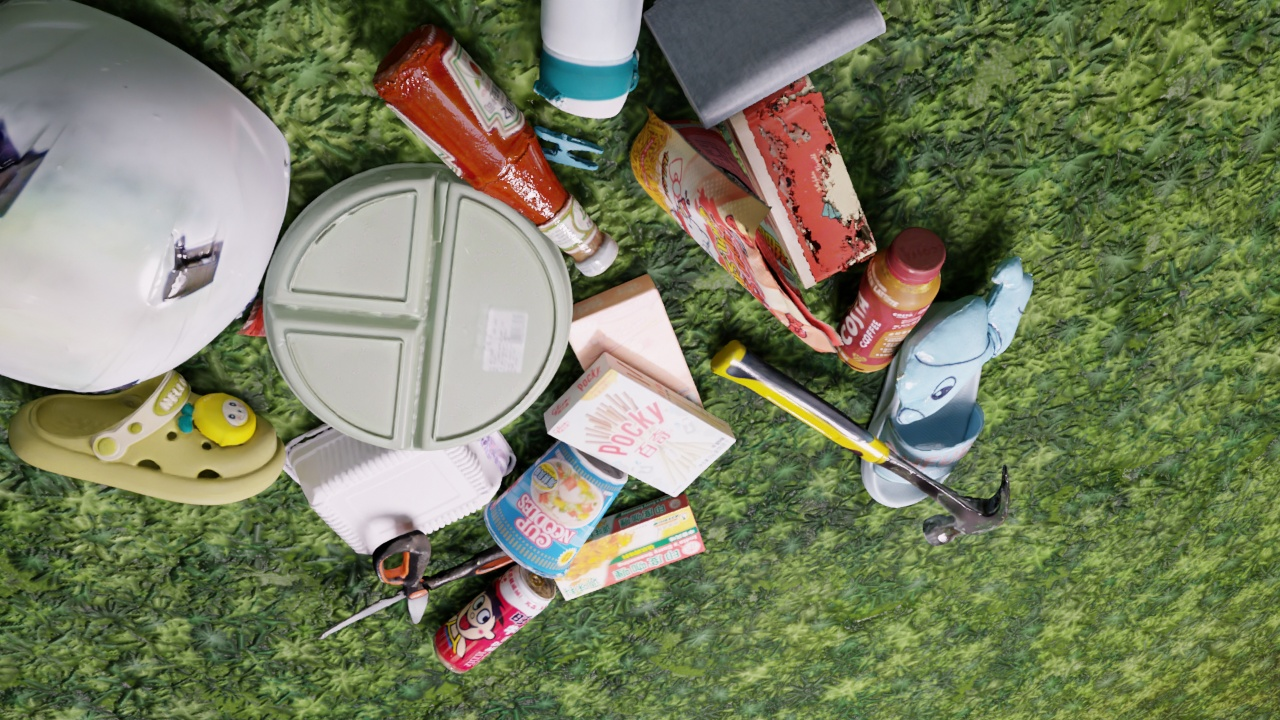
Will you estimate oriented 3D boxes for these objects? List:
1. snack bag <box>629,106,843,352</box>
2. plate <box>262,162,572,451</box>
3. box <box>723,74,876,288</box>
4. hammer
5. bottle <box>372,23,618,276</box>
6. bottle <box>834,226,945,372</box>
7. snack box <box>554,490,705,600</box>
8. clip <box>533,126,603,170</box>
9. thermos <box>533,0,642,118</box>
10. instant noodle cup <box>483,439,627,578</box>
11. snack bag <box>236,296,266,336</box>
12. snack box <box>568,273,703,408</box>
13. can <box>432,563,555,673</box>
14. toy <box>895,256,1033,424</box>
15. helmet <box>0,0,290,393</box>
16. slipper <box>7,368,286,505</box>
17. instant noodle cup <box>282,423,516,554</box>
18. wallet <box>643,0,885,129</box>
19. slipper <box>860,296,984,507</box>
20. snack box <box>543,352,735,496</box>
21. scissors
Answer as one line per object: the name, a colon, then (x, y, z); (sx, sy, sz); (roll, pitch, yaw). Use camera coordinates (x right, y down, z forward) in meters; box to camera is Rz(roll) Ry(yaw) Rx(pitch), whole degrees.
snack bag: (0.061, -0.097, 0.622); (0.073, 0.207, 0.128); (-33, 130, 4)
plate: (-0.162, -0.031, 0.688); (0.230, 0.027, 0.230); (-5, 114, -13)
box: (0.120, -0.145, 0.677); (0.078, 0.091, 0.168); (-27, 129, 9)
hammer: (0.207, 0.074, 0.845); (0.323, 0.031, 0.126); (32, 142, -15)
bottle: (-0.090, -0.136, 0.634); (0.060, 0.059, 0.206); (-37, 122, 13)
bottle: (0.203, -0.048, 0.751); (0.057, 0.057, 0.175); (-14, 158, -6)
snack box: (-0.017, 0.189, 0.936); (0.156, 0.027, 0.077); (-20, 131, 0)
clip: (-0.055, -0.153, 0.669); (0.057, 0.014, 0.046); (10, 122, -21)
thermos: (-0.024, -0.262, 0.562); (0.073, 0.073, 0.225); (-3, 128, -14)
instant noodle cup: (-0.072, 0.123, 0.835); (0.099, 0.099, 0.110); (30, 106, -33)
snack bag: (-0.250, -0.021, 0.708); (0.104, 0.026, 0.048); (22, 130, -29)
snack box: (-0.005, 0.005, 0.797); (0.084, 0.026, 0.157); (-22, 129, 2)
can: (-0.149, 0.260, 0.936); (0.133, 0.053, 0.053); (-42, 126, 17)
toy: (0.273, -0.015, 0.787); (0.156, 0.050, 0.162); (-6, 125, -37)
helmet: (-0.346, -0.072, 0.563); (0.229, 0.145, 0.259); (34, 112, -33)
slipper: (-0.365, 0.051, 0.691); (0.190, 0.091, 0.082); (12, 120, -20)
instant noodle cup: (-0.206, 0.100, 0.794); (0.173, 0.060, 0.138); (-26, 129, 3)
wallet: (0.077, -0.224, 0.603); (0.130, 0.106, 0.037); (-28, 163, 8)
slipper: (0.285, 0.052, 0.888); (0.104, 0.074, 0.246); (-8, 127, -12)
snack box: (0.002, 0.060, 0.808); (0.156, 0.026, 0.085); (30, 115, -33)
scissors: (-0.201, 0.208, 0.861); (0.230, 0.021, 0.221); (-24, 154, -7)
